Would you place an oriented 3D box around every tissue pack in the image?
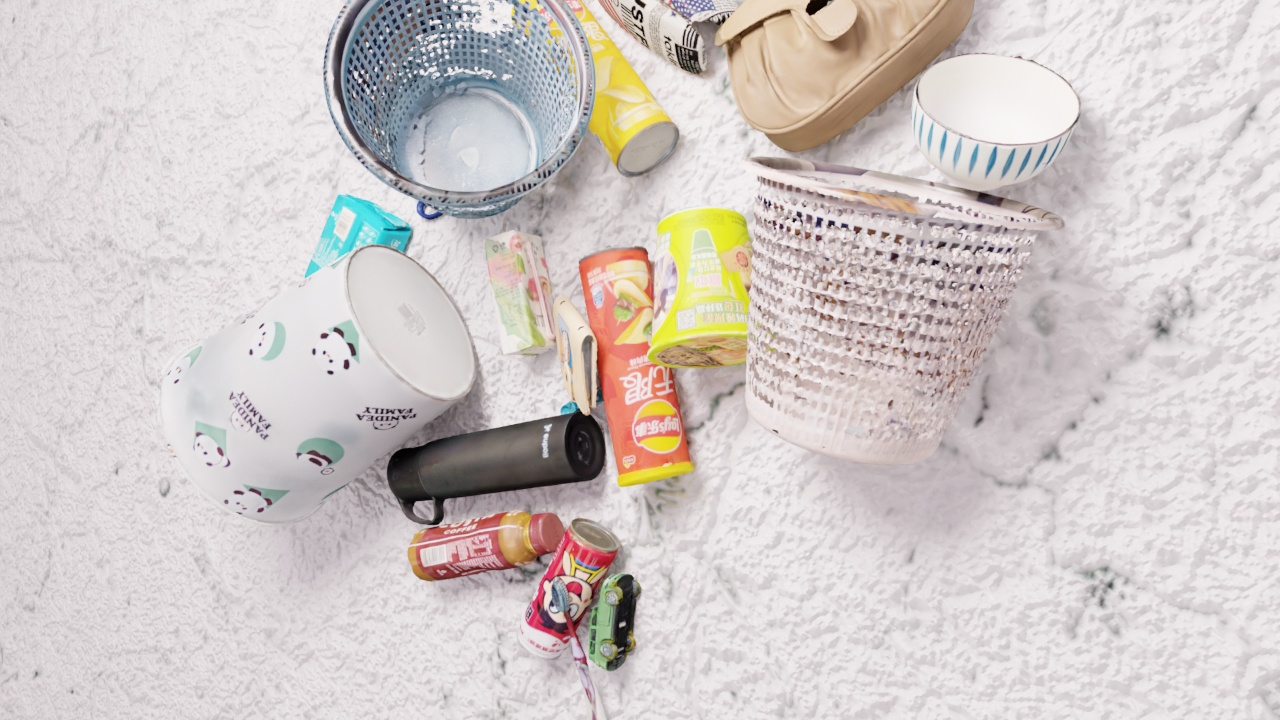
[{"bbox_3d":[-0.329,-0.118,1.065,0.093,0.050,0.134,35,106,26],"label":"tissue pack"}]

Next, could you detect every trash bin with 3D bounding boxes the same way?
[{"bbox_3d":[-0.326,0.020,0.967,0.252,0.229,0.229,-30,73,20],"label":"trash bin"},{"bbox_3d":[-0.163,-0.230,0.862,0.226,0.195,0.226,1,84,-8],"label":"trash bin"},{"bbox_3d":[0.169,-0.037,0.681,0.228,0.226,0.192,20,111,30],"label":"trash bin"}]

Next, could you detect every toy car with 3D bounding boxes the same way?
[{"bbox_3d":[-0.026,0.246,0.868,0.036,0.043,0.091,10,92,31],"label":"toy car"}]

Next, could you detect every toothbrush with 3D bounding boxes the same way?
[{"bbox_3d":[-0.056,0.292,0.867,0.016,0.017,0.187,-12,101,13],"label":"toothbrush"}]

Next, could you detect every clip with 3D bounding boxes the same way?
[{"bbox_3d":[-0.057,0.042,0.910,0.056,0.039,0.014,-31,71,35],"label":"clip"}]

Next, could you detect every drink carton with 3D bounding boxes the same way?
[{"bbox_3d":[-0.118,-0.068,0.933,0.046,0.053,0.122,-16,80,29],"label":"drink carton"}]

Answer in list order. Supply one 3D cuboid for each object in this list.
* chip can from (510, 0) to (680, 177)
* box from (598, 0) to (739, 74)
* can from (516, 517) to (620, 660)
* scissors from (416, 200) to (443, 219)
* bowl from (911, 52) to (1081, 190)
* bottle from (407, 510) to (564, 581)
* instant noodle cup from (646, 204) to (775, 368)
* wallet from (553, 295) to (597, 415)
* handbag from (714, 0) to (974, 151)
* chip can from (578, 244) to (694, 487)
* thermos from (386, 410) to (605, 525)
[{"bbox_3d":[-0.046,-0.277,0.890,0.072,0.072,0.213,-42,69,23],"label":"chip can"},{"bbox_3d":[0.024,-0.346,0.865,0.088,0.076,0.162,-42,62,-4],"label":"box"},{"bbox_3d":[-0.071,0.222,0.890,0.053,0.053,0.133,34,104,28],"label":"can"},{"bbox_3d":[-0.195,-0.227,1.012,0.108,0.012,0.175,44,108,25],"label":"scissors"},{"bbox_3d":[0.260,-0.172,0.690,0.116,0.116,0.066,35,149,28],"label":"bowl"},{"bbox_3d":[-0.158,0.189,0.942,0.175,0.057,0.057,-16,80,30],"label":"bottle"},{"bbox_3d":[0.058,-0.065,0.801,0.112,0.111,0.123,-12,74,30],"label":"instant noodle cup"},{"bbox_3d":[-0.061,-0.004,0.872,0.115,0.024,0.087,-130,39,-61],"label":"wallet"},{"bbox_3d":[0.158,-0.276,0.749,0.205,0.099,0.147,-39,66,20],"label":"handbag"},{"bbox_3d":[-0.005,0.005,0.851,0.073,0.073,0.216,-16,79,29],"label":"chip can"},{"bbox_3d":[-0.152,0.114,0.937,0.243,0.068,0.090,-14,74,31],"label":"thermos"}]
